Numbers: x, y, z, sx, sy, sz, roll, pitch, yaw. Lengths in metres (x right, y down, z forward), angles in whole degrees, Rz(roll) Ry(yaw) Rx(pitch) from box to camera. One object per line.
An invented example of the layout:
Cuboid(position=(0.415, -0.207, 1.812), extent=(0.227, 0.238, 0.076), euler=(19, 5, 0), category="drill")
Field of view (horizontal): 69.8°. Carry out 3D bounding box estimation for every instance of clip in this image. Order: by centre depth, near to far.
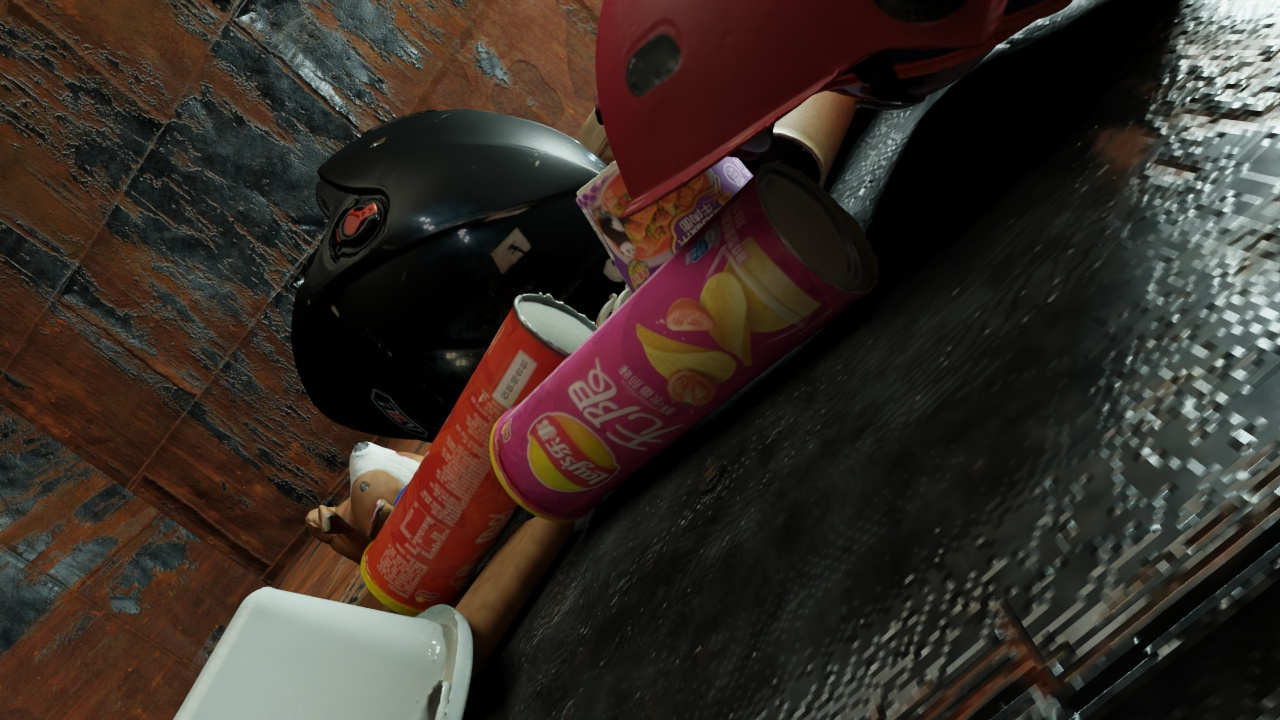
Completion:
Cuboid(position=(0.003, 0.004, 0.588), extent=(0.035, 0.092, 0.103), euler=(-29, 59, 59), category="clip")

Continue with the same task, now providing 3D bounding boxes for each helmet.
Cuboid(position=(0.073, -0.169, 0.395), extent=(0.239, 0.144, 0.207), euler=(-26, 7, -11), category="helmet")
Cuboid(position=(-0.115, -0.051, 0.680), extent=(0.230, 0.233, 0.274), euler=(19, 64, 40), category="helmet")

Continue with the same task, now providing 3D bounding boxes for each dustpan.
Cuboid(position=(-0.161, 0.233, 0.461), extent=(0.258, 0.142, 0.222), euler=(99, -173, -48), category="dustpan")

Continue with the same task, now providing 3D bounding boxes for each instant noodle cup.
Cuboid(position=(0.024, -0.081, 0.526), extent=(0.111, 0.099, 0.111), euler=(-35, 10, 7), category="instant noodle cup")

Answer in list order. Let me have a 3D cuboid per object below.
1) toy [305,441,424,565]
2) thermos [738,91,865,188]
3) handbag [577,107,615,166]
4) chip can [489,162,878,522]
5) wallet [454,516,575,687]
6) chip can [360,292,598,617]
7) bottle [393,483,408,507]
Cuboid(position=(-0.255, 0.140, 0.930), extent=(0.139, 0.130, 0.200), euler=(-39, 11, -35), category="toy")
Cuboid(position=(0.099, -0.165, 0.591), extent=(0.093, 0.093, 0.143), euler=(-37, 25, 50), category="thermos")
Cuboid(position=(0.043, -0.224, 0.871), extent=(0.205, 0.147, 0.099), euler=(-46, 42, 25), category="handbag")
Cuboid(position=(0.011, 0.001, 0.438), extent=(0.211, 0.071, 0.071), euler=(-41, 15, 37), category="chip can")
Cuboid(position=(-0.085, 0.134, 0.525), extent=(0.101, 0.020, 0.115), euler=(-55, 10, -23), category="wallet")
Cuboid(position=(-0.099, 0.064, 0.575), extent=(0.217, 0.073, 0.073), euler=(-57, 9, 21), category="chip can")
Cuboid(position=(-0.163, 0.120, 0.744), extent=(0.065, 0.065, 0.219), euler=(-57, 13, -27), category="bottle")
